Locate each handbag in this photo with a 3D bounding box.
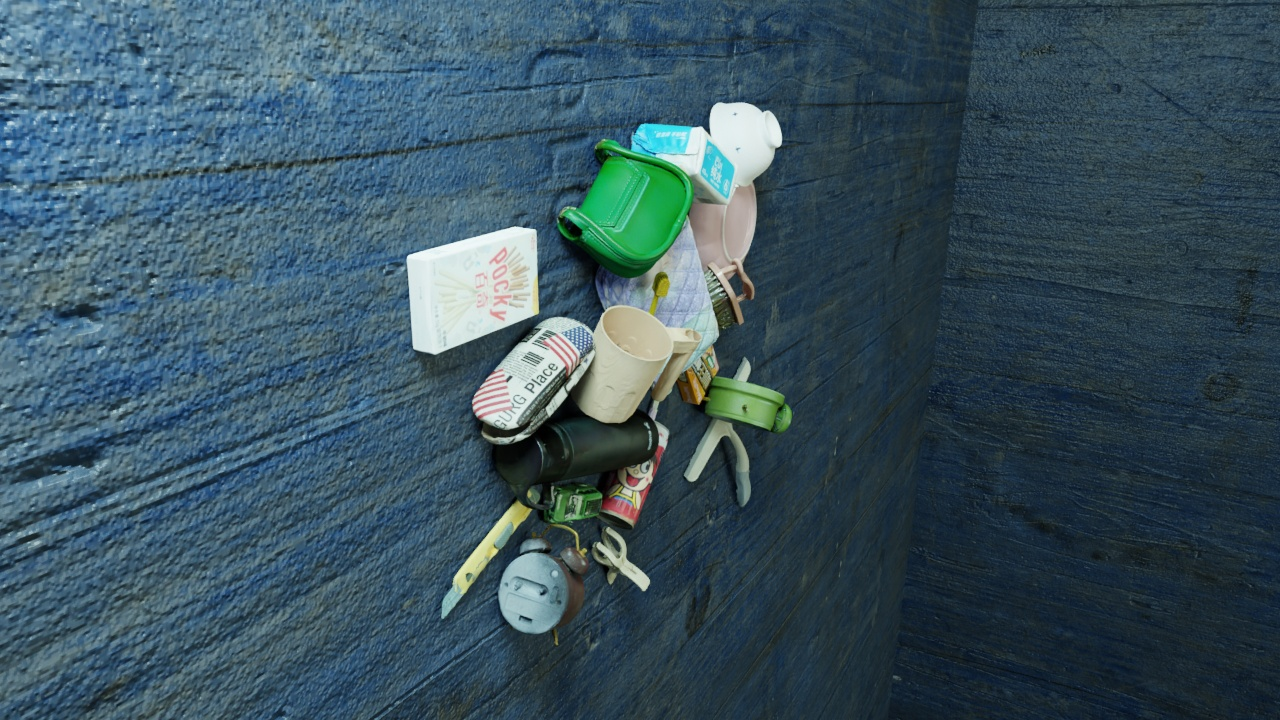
[{"bbox_3d":[-0.015,-0.161,0.970,0.131,0.120,0.068,-66,-167,-21],"label":"handbag"},{"bbox_3d":[0.023,-0.073,1.095,0.134,0.075,0.194,-42,140,-22],"label":"handbag"}]

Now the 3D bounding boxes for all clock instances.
[{"bbox_3d":[0.159,0.069,1.367,0.161,0.116,0.056,23,81,-51],"label":"clock"},{"bbox_3d":[-0.100,0.234,0.974,0.055,0.082,0.122,32,72,-66],"label":"clock"}]

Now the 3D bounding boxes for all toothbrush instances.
[{"bbox_3d":[0.002,0.116,1.197,0.020,0.029,0.189,160,-52,-74],"label":"toothbrush"},{"bbox_3d":[0.005,-0.018,1.042,0.015,0.016,0.191,-2,130,-22],"label":"toothbrush"}]

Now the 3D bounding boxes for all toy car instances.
[{"bbox_3d":[-0.078,0.163,1.043,0.091,0.036,0.043,6,96,-59],"label":"toy car"}]

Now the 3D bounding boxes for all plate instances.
[{"bbox_3d":[0.124,-0.199,1.292,0.191,0.039,0.193,-31,126,-56],"label":"plate"}]

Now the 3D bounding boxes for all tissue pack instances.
[{"bbox_3d":[0.054,-0.233,1.091,0.140,0.090,0.063,24,79,-62],"label":"tissue pack"}]

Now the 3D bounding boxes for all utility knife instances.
[{"bbox_3d":[-0.153,0.190,0.935,0.177,0.019,0.031,-47,133,-39],"label":"utility knife"}]

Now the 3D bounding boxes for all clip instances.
[{"bbox_3d":[-0.030,0.253,1.157,0.034,0.060,0.097,-55,133,-39],"label":"clip"}]

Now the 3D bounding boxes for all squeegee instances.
[{"bbox_3d":[0.158,0.168,1.493,0.245,0.039,0.247,-59,147,-34],"label":"squeegee"}]

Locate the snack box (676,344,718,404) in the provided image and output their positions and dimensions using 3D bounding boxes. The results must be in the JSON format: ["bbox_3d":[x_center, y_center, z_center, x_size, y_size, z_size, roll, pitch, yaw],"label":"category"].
[{"bbox_3d":[0.069,-0.015,1.269,0.075,0.026,0.154,-60,147,-32],"label":"snack box"}]

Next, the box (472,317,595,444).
[{"bbox_3d":[-0.102,0.010,0.905,0.163,0.075,0.077,-49,135,-41],"label":"box"}]

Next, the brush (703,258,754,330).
[{"bbox_3d":[0.116,-0.096,1.241,0.073,0.063,0.145,-32,161,1],"label":"brush"}]

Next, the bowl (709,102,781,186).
[{"bbox_3d":[0.151,-0.301,1.237,0.118,0.065,0.118,26,58,-50],"label":"bowl"}]

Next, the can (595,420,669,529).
[{"bbox_3d":[-0.010,0.139,1.143,0.132,0.053,0.053,-67,150,-23],"label":"can"}]

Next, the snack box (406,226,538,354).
[{"bbox_3d":[-0.148,-0.067,0.834,0.156,0.027,0.085,-29,125,-55],"label":"snack box"}]

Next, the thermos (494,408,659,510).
[{"bbox_3d":[-0.065,0.105,1.009,0.242,0.068,0.090,-4,96,-61],"label":"thermos"}]

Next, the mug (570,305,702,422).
[{"bbox_3d":[-0.006,0.006,1.009,0.124,0.084,0.104,1,135,-32],"label":"mug"}]
